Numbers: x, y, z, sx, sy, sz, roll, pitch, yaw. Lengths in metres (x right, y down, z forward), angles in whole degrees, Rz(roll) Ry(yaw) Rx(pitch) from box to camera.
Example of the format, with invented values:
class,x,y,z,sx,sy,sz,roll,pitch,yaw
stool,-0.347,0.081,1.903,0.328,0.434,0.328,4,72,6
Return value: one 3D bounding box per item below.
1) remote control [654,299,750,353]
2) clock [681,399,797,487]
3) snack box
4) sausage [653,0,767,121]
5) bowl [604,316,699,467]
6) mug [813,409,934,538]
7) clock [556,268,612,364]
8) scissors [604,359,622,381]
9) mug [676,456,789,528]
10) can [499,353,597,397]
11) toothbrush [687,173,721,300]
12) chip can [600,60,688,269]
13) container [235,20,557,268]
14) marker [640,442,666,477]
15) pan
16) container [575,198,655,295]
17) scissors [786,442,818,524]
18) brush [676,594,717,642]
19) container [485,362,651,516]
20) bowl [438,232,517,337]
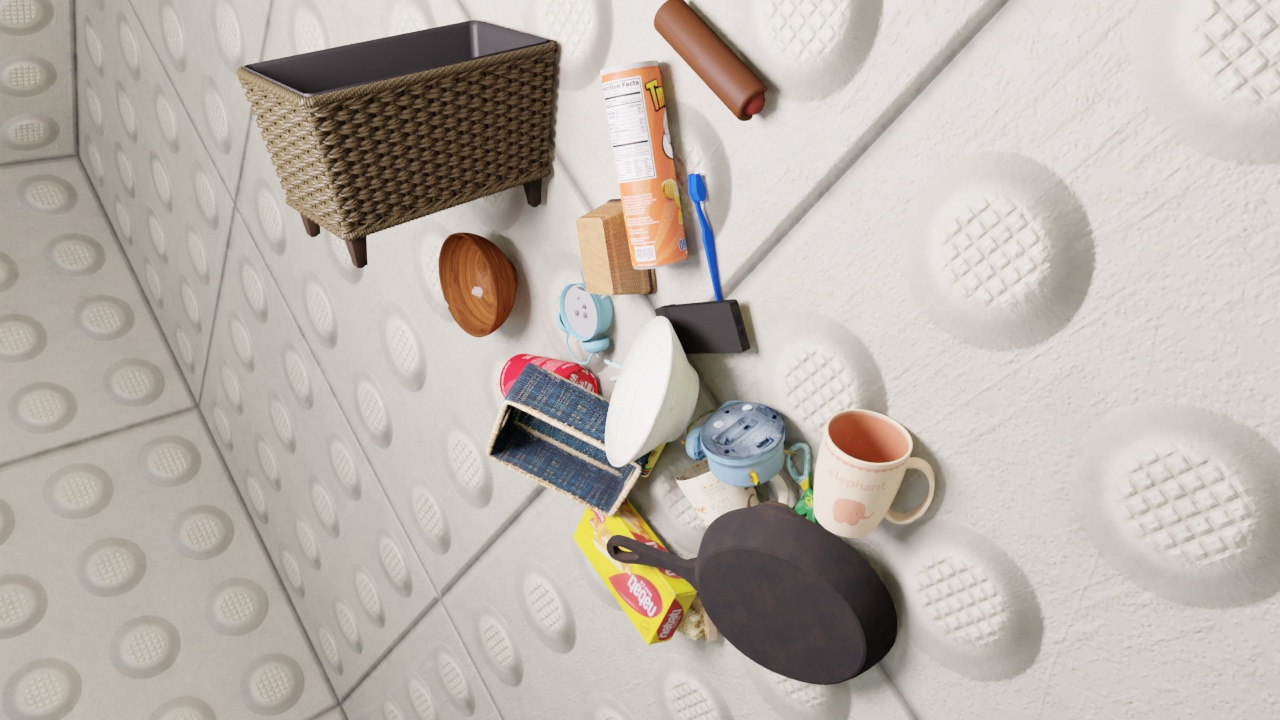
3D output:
class,x,y,z,sx,sy,sz,roll,pitch,yaw
remote control,0.067,-0.036,1.018,0.134,0.013,0.058,1,111,54
clock,0.101,0.085,0.981,0.124,0.088,0.052,30,145,43
snack box,-0.011,0.263,1.196,0.200,0.042,0.092,48,124,39
sausage,0.068,-0.293,0.891,0.155,0.040,0.040,53,139,22
bowl,0.021,0.042,1.032,0.177,0.057,0.176,-162,91,-73
mug,0.220,0.116,0.872,0.111,0.085,0.104,15,125,12
clock,-0.074,-0.048,1.168,0.087,0.041,0.123,40,132,32
scissors,-0.005,0.027,1.143,0.135,0.015,0.086,-15,96,53
mug,0.113,0.153,1.023,0.122,0.080,0.097,-23,96,36
can,-0.127,0.034,1.241,0.143,0.074,0.074,10,114,48
toothbrush,0.077,-0.108,0.985,0.011,0.016,0.187,2,110,50
chip can,0.005,-0.207,0.984,0.062,0.062,0.210,7,111,49
container,-0.268,-0.262,1.093,0.176,0.320,0.205,30,134,39
marker,0.025,0.101,1.140,0.014,0.014,0.133,49,138,24
pan,0.102,0.253,1.014,0.357,0.043,0.249,7,126,34
container,-0.030,-0.127,1.064,0.063,0.061,0.114,10,114,48
scissors,0.178,0.142,0.979,0.119,0.012,0.129,58,139,15
brush,0.050,0.325,1.192,0.117,0.039,0.049,17,120,49
container,-0.087,0.101,1.153,0.187,0.071,0.146,27,141,-1
bowl,-0.215,-0.112,1.285,0.147,0.068,0.147,24,123,43
